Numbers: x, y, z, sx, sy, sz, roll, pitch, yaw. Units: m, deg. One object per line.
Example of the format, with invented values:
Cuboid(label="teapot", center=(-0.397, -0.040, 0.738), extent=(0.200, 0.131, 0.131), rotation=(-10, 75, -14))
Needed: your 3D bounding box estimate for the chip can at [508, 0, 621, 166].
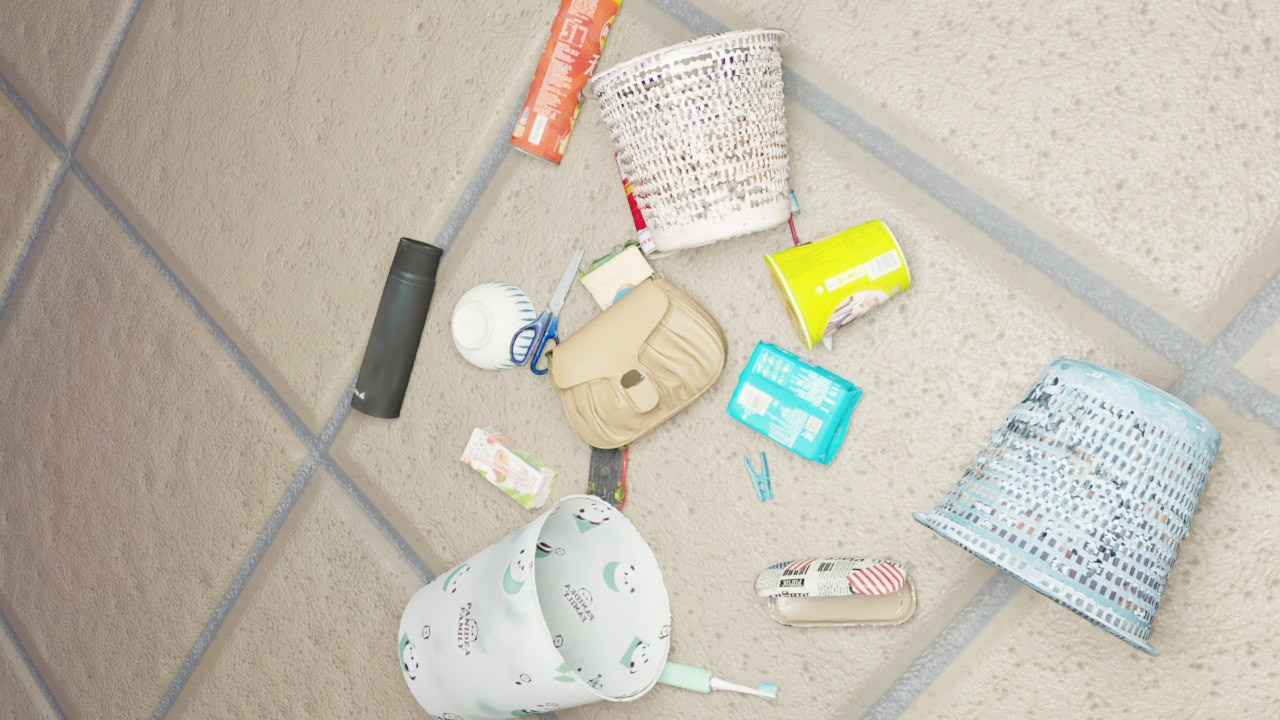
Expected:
Cuboid(label="chip can", center=(-0.093, -0.352, 1.126), extent=(0.073, 0.073, 0.217), rotation=(27, 102, 25))

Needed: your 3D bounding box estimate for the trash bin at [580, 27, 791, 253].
Cuboid(label="trash bin", center=(0.068, -0.224, 0.978), extent=(0.228, 0.226, 0.192), rotation=(-11, 97, 27))

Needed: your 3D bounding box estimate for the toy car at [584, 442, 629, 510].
Cuboid(label="toy car", center=(-0.038, 0.130, 1.119), extent=(0.049, 0.031, 0.106), rotation=(-3, 76, 24))

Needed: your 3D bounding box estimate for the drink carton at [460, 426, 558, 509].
Cuboid(label="drink carton", center=(-0.170, 0.137, 1.181), extent=(0.122, 0.045, 0.053), rotation=(32, 103, 23))

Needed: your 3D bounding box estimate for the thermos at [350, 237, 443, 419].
Cuboid(label="thermos", center=(-0.335, -0.047, 1.264), extent=(0.090, 0.068, 0.242), rotation=(29, 103, 58))

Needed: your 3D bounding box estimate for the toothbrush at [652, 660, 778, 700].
Cuboid(label="toothbrush", center=(0.052, 0.370, 1.075), extent=(0.225, 0.026, 0.027), rotation=(3, 50, 28))

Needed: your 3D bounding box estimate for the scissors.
Cuboid(label="scissors", center=(-0.100, -0.060, 1.159), extent=(0.174, 0.012, 0.108), rotation=(-42, 107, -4))

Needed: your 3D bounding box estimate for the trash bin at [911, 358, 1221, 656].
Cuboid(label="trash bin", center=(0.390, 0.115, 0.811), extent=(0.227, 0.226, 0.195), rotation=(30, 91, 24))

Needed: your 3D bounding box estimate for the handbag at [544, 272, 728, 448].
Cuboid(label="handbag", center=(-0.006, 0.006, 1.048), extent=(0.205, 0.099, 0.148), rotation=(-36, 96, 17))

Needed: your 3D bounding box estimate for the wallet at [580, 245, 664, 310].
Cuboid(label="wallet", center=(-0.004, -0.072, 1.085), extent=(0.087, 0.024, 0.115), rotation=(-30, 102, 23))

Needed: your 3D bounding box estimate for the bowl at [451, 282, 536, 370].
Cuboid(label="bowl", center=(-0.199, -0.045, 1.184), extent=(0.117, 0.066, 0.116), rotation=(0, 90, 28))

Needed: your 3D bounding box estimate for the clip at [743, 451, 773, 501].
Cuboid(label="clip", center=(0.135, 0.132, 1.040), extent=(0.039, 0.013, 0.056), rotation=(-18, 80, 27))

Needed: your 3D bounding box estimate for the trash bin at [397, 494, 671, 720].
Cuboid(label="trash bin", center=(-0.131, 0.307, 1.072), extent=(0.253, 0.229, 0.229), rotation=(-29, 77, 31))

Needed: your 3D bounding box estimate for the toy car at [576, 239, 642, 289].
Cuboid(label="toy car", center=(-0.036, -0.116, 1.112), extent=(0.091, 0.043, 0.036), rotation=(-31, 91, 32))

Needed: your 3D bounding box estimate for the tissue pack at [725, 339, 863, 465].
Cuboid(label="tissue pack", center=(0.167, 0.045, 1.002), extent=(0.133, 0.050, 0.093), rotation=(30, 102, 24))

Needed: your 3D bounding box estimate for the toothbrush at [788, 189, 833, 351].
Cuboid(label="toothbrush", center=(0.186, -0.101, 1.012), extent=(0.017, 0.016, 0.187), rotation=(-17, 81, 17))

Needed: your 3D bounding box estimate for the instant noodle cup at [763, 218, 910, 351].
Cuboid(label="instant noodle cup", center=(0.206, -0.085, 0.947), extent=(0.123, 0.111, 0.111), rotation=(-25, 78, 4))

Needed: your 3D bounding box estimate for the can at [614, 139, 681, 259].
Cuboid(label="can", center=(0.012, -0.190, 1.081), extent=(0.053, 0.053, 0.132), rotation=(-20, 80, 26))

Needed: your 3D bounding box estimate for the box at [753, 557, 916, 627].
Cuboid(label="box", center=(0.200, 0.240, 0.965), extent=(0.163, 0.088, 0.076), rotation=(-8, 69, 30))
